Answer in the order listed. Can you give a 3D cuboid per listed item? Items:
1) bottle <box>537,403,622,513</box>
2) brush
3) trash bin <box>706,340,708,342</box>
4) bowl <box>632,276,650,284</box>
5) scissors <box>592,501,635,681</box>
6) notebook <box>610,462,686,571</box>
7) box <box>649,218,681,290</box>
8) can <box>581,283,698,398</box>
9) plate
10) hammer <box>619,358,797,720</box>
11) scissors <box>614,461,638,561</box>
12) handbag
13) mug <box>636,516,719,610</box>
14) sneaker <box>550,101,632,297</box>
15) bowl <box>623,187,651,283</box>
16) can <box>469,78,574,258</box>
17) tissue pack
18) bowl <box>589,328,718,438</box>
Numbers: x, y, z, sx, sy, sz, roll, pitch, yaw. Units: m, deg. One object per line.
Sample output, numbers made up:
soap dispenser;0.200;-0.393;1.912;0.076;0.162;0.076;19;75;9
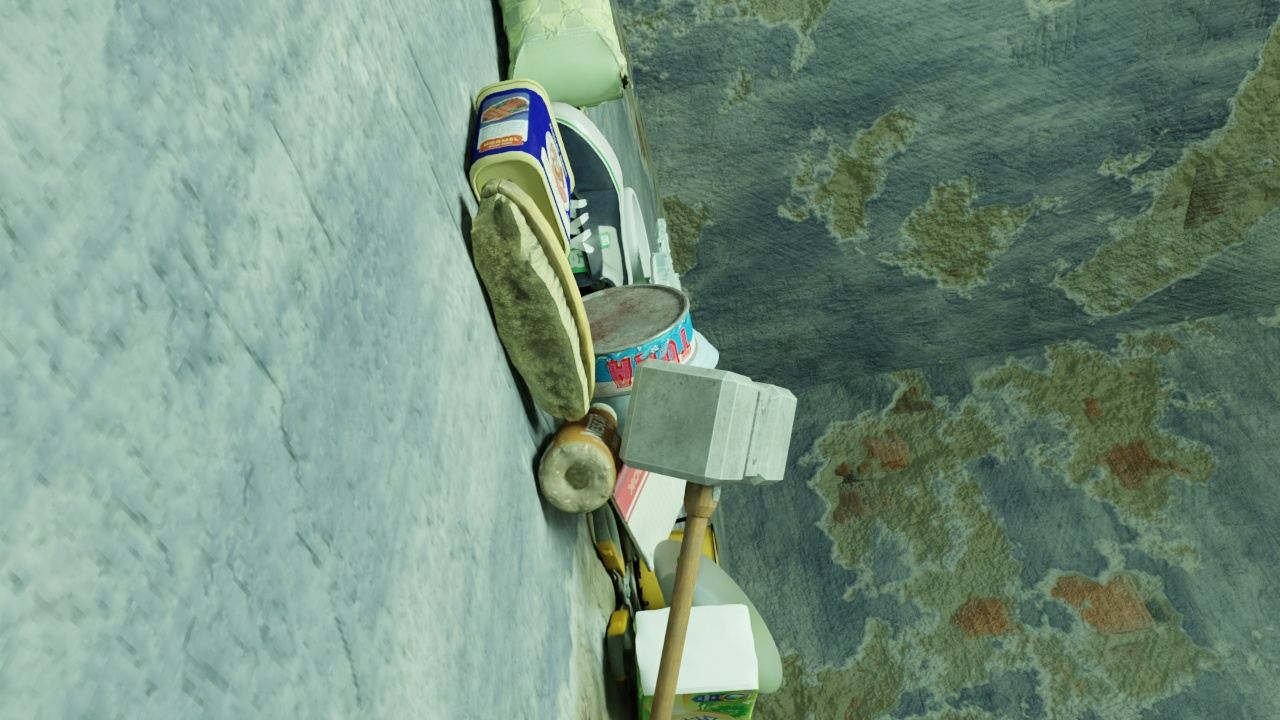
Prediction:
bottle;-0.043;0.071;0.754;0.167;0.059;0.059;-73;152;-77
brush;-0.074;-0.036;0.655;0.043;0.059;0.195;-76;155;-53
trash bin;0.060;0.085;1.346;0.131;0.131;0.211;51;28;-77
bowl;-0.013;-0.019;1.088;0.151;0.077;0.151;-9;89;-84
scissors;-0.019;0.236;0.902;0.225;0.016;0.216;76;6;-47
notebook;0.030;0.109;1.029;0.208;0.012;0.153;-63;147;-34
box;0.039;-0.051;1.131;0.188;0.037;0.209;-95;175;-55
can;-0.018;-0.020;0.798;0.129;0.130;0.044;-88;166;-62
plate;0.070;0.270;0.952;0.188;0.016;0.189;39;-33;32
hammer;0.037;0.168;0.731;0.162;0.083;0.317;15;86;-63
scissors;-0.024;0.142;0.988;0.144;0.019;0.126;63;21;-50
handbag;-0.075;-0.308;0.867;0.117;0.113;0.186;85;-4;-76
mug;0.044;0.240;1.091;0.100;0.094;0.124;-87;168;-65
sneaker;-0.058;-0.123;0.864;0.078;0.084;0.236;-74;157;-46
bowl;-0.026;-0.134;1.203;0.176;0.066;0.176;-9;89;-84
can;-0.089;-0.138;0.699;0.116;0.056;0.092;73;10;-47
tissue pack;0.045;0.275;0.870;0.198;0.120;0.141;99;-11;-52
bowl;-0.005;0.005;0.900;0.075;0.151;0.150;55;12;-13
